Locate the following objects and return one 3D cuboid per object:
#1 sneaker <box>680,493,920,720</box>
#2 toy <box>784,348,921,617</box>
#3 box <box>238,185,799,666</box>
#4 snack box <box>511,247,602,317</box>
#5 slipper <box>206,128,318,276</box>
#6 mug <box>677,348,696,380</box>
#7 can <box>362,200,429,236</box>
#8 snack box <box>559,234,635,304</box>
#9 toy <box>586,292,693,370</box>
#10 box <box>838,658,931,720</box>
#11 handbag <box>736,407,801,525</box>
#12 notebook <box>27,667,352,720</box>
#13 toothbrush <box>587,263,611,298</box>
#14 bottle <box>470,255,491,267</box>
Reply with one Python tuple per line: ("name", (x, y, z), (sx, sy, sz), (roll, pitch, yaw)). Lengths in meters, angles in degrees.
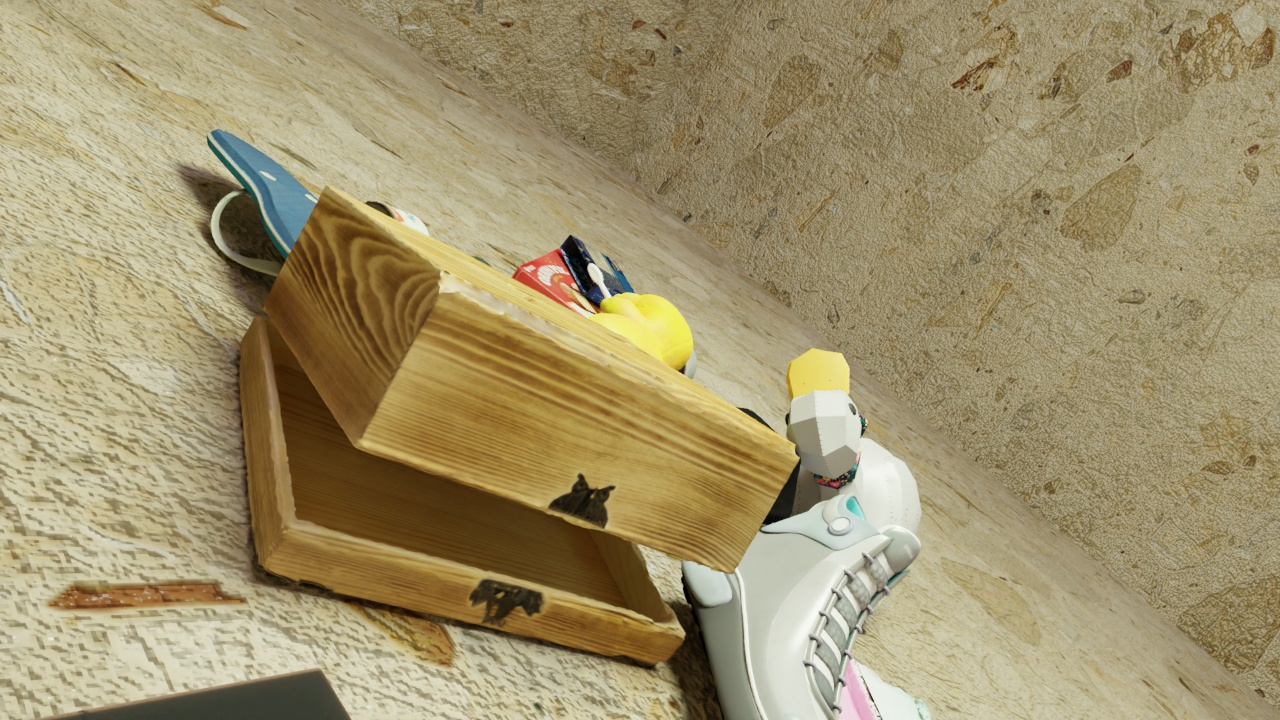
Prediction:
("sneaker", (0.123, 0.177, 0.578), (0.093, 0.160, 0.256), (59, 2, -22))
("toy", (0.202, 0.134, 0.915), (0.267, 0.141, 0.246), (47, 36, -61))
("box", (-0.095, 0.037, 0.594), (0.279, 0.176, 0.247), (25, 7, -37))
("snack box", (-0.093, -0.072, 1.123), (0.113, 0.060, 0.236), (37, 13, -3))
("slipper", (-0.289, -0.102, 0.757), (0.295, 0.060, 0.118), (43, 11, 36))
("mug", (0.008, 0.003, 1.102), (0.113, 0.084, 0.070), (6, 5, 15))
("can", (-0.230, -0.095, 0.812), (0.086, 0.086, 0.043), (43, 15, 27))
("snack box", (-0.048, -0.102, 1.142), (0.082, 0.027, 0.150), (31, 16, -29))
("toy", (-0.005, 0.005, 0.916), (0.087, 0.134, 0.193), (-3, 14, 19))
("box", (0.169, 0.280, 0.631), (0.159, 0.035, 0.230), (33, 13, -14))
("handbag", (0.068, 0.110, 0.866), (0.125, 0.115, 0.153), (5, 15, -11))
("notebook", (-0.153, 0.166, 0.282), (0.141, 0.008, 0.208), (44, 15, 29))
("toothbrush", (-0.004, -0.013, 1.037), (0.222, 0.027, 0.026), (62, 12, 6))
("bottle", (-0.170, -0.053, 0.884), (0.055, 0.055, 0.174), (32, 15, -16))
